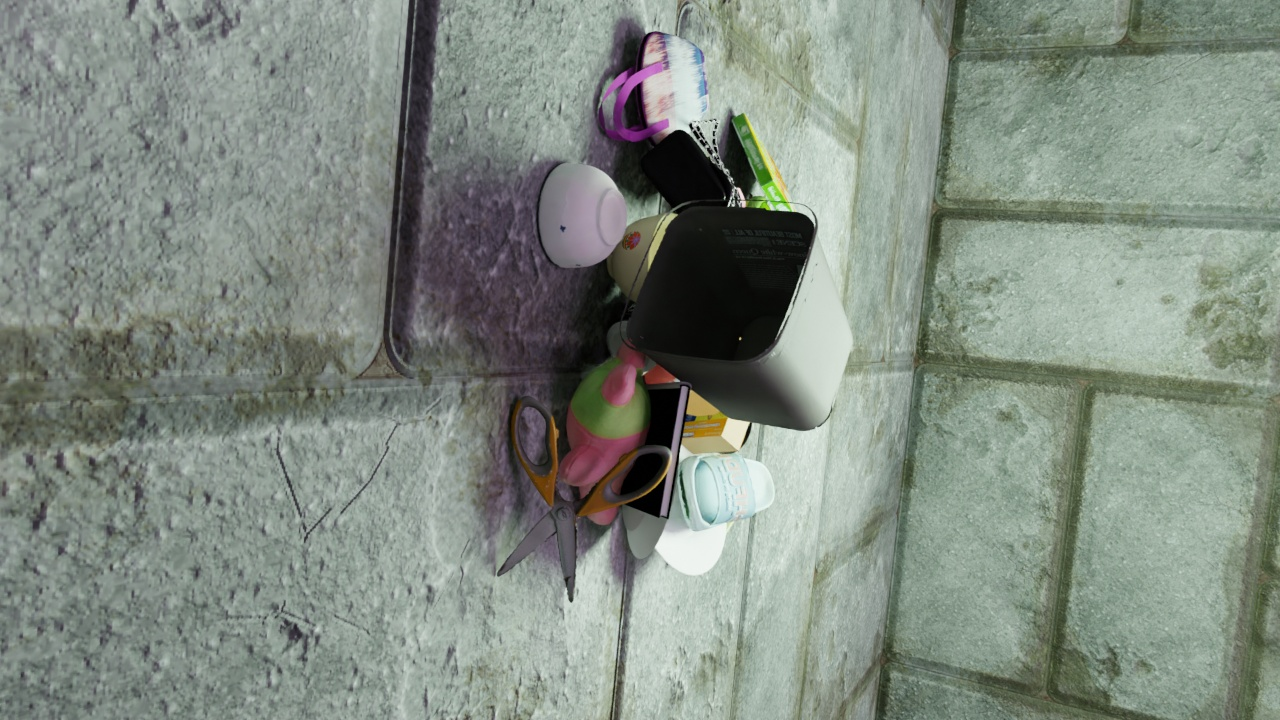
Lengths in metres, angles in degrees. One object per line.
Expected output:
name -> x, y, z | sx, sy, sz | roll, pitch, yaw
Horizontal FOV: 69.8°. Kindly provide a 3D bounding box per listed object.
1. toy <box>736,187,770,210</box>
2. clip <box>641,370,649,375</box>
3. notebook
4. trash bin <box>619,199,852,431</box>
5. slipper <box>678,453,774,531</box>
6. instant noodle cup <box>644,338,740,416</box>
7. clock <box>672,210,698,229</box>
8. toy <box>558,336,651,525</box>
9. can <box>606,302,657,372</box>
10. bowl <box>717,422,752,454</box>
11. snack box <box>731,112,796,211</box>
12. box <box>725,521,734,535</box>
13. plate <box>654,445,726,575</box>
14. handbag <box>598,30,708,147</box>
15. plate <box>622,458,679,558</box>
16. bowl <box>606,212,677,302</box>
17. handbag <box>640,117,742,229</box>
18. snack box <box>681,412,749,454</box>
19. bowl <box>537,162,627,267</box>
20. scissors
toy -> 0.156, -0.172, 1.380 | 0.237, 0.088, 0.190 | -63, 165, -52
clip -> -0.009, 0.006, 1.174 | 0.062, 0.045, 0.024 | -24, 118, -39
notebook -> 0.009, 0.101, 1.086 | 0.207, 0.016, 0.149 | 171, -70, -74
trash bin -> 0.128, -0.038, 1.042 | 0.220, 0.198, 0.197 | 45, 60, -49
slipper -> 0.134, 0.180, 1.312 | 0.245, 0.074, 0.104 | 4, 70, -54
instant noodle cup -> 0.082, -0.011, 1.246 | 0.120, 0.123, 0.123 | -68, 151, -43
clock -> 0.085, -0.205, 1.274 | 0.129, 0.052, 0.090 | 62, 42, -55
toy -> -0.039, 0.091, 1.063 | 0.191, 0.097, 0.237 | -58, 160, -60
can -> 0.014, -0.043, 1.146 | 0.128, 0.072, 0.072 | -49, 138, -49
bowl -> 0.106, 0.079, 1.363 | 0.123, 0.053, 0.124 | 8, 79, -41
snack box -> 0.199, -0.292, 1.434 | 0.168, 0.027, 0.131 | 32, 36, -61
box -> 0.103, 0.238, 1.411 | 0.187, 0.091, 0.083 | -45, 158, -46
plate -> 0.055, 0.194, 1.278 | 0.208, 0.015, 0.208 | 28, 52, -44
handbag -> 0.010, -0.311, 1.094 | 0.169, 0.068, 0.145 | -42, 134, -44
plate -> 0.006, 0.147, 1.126 | 0.189, 0.016, 0.188 | -169, -89, -75
bowl -> 0.002, -0.119, 1.100 | 0.117, 0.074, 0.118 | -24, 118, -60
handbag -> 0.084, -0.221, 1.126 | 0.125, 0.115, 0.153 | 53, 7, 6
snack box -> 0.112, 0.064, 1.273 | 0.040, 0.088, 0.125 | 41, 59, -30
bowl -> -0.055, -0.155, 0.990 | 0.113, 0.063, 0.113 | -22, 116, -59
scissors -> -0.064, 0.142, 0.966 | 0.016, 0.225, 0.225 | -150, -129, -82
